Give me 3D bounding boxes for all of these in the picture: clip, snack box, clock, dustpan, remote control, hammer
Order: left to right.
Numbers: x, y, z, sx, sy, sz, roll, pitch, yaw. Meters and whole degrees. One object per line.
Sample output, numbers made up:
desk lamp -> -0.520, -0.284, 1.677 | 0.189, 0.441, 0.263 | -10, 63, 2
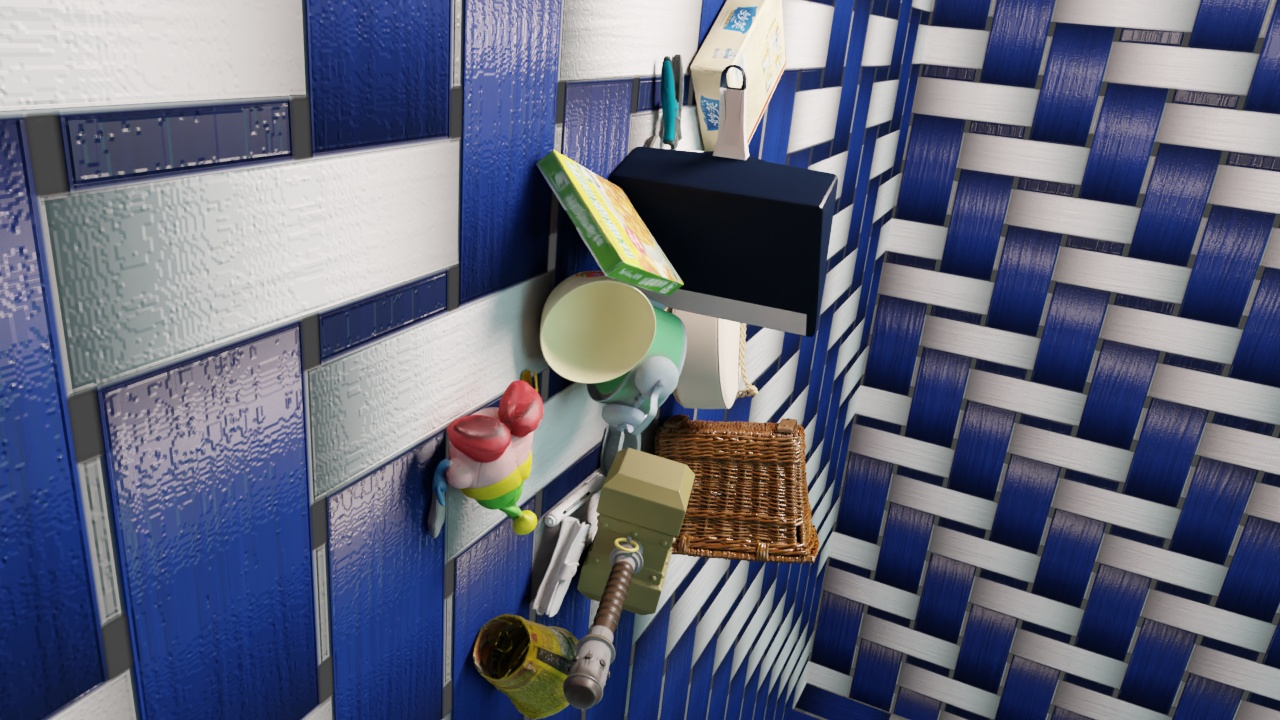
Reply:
clip -> -0.110, 0.042, 0.920 | 0.046, 0.035, 0.053 | -59, 155, -54
snack box -> -0.025, -0.131, 0.908 | 0.027, 0.132, 0.167 | -35, 166, 17
hammer -> -0.028, 0.259, 1.021 | 0.324, 0.101, 0.191 | -65, 170, -64
clip -> -0.031, 0.152, 1.188 | 0.107, 0.028, 0.163 | -52, 147, -45
clock -> -0.007, 0.009, 0.999 | 0.122, 0.075, 0.161 | -49, -148, 35
remote control -> 0.026, -0.219, 1.115 | 0.136, 0.013, 0.033 | 63, 45, -59
dustpan -> 0.092, -0.176, 1.001 | 0.274, 0.236, 0.079 | 83, 28, -42
snack box -> 0.135, -0.392, 1.220 | 0.153, 0.055, 0.206 | 71, 38, -54

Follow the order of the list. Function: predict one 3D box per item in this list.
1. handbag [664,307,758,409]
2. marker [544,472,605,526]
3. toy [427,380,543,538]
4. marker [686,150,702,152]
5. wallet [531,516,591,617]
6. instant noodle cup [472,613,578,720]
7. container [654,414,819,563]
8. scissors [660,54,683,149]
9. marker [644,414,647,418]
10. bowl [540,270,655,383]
handbag -> 0.099, -0.039, 1.234 | 0.210, 0.103, 0.208 | -32, 121, -74
marker -> -0.077, 0.166, 1.096 | 0.020, 0.017, 0.133 | 63, 29, -2
toy -> -0.132, 0.101, 0.829 | 0.123, 0.097, 0.132 | -42, 160, -45
marker -> 0.067, -0.257, 1.177 | 0.125, 0.025, 0.025 | -26, 127, -63
wallet -> -0.087, 0.240, 1.072 | 0.086, 0.032, 0.116 | 38, 71, -80
instant noodle cup -> -0.124, 0.322, 0.984 | 0.102, 0.102, 0.108 | -67, 148, -23
container -> 0.129, 0.174, 1.303 | 0.162, 0.250, 0.183 | -15, 106, -77
scissors -> 0.036, -0.291, 1.077 | 0.149, 0.019, 0.122 | 69, 31, -55
marker -> 0.013, 0.060, 1.212 | 0.141, 0.020, 0.020 | -48, 147, -71
bowl -> -0.051, -0.046, 0.935 | 0.074, 0.118, 0.118 | -118, -158, -53
